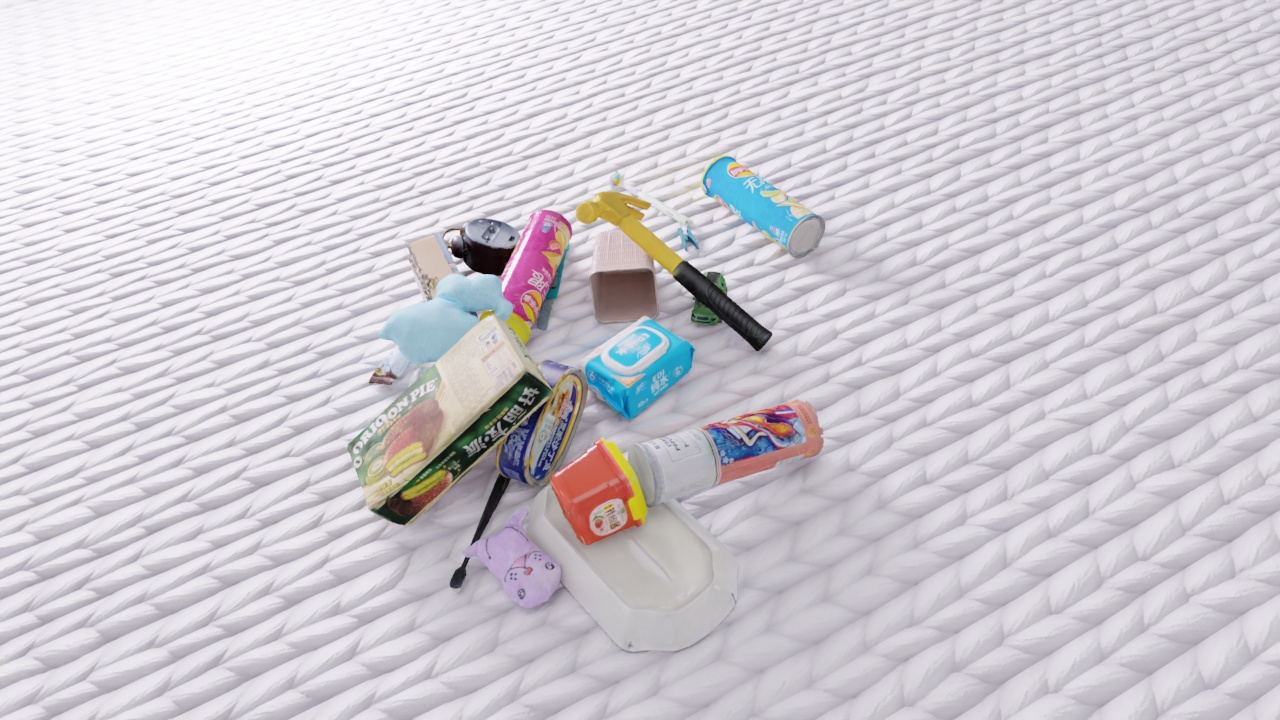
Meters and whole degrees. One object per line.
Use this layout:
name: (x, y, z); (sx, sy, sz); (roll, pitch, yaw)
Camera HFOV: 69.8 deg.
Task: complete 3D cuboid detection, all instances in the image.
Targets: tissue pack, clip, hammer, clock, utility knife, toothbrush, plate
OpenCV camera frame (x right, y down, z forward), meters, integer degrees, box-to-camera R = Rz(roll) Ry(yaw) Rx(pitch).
tissue pack: (-0.007, 0.007, 1.159); (0.139, 0.063, 0.090); (-36, 51, -27)
clip: (0.070, -0.183, 1.380); (0.042, 0.014, 0.056); (-13, 44, -7)
hammer: (0.052, -0.122, 1.214); (0.301, 0.033, 0.128); (42, 33, 8)
clock: (-0.233, -0.171, 1.356); (0.122, 0.055, 0.081); (19, 36, 0)
utility knife: (-0.127, -0.117, 1.337); (0.029, 0.013, 0.215); (-4, 45, 9)
toothbrush: (0.016, -0.253, 1.456); (0.189, 0.029, 0.020); (37, 18, 34)
toothbrush: (-0.177, 0.185, 1.035); (0.016, 0.018, 0.180); (10, 44, 9)
plate: (-0.014, 0.195, 0.988); (0.161, 0.034, 0.266); (-31, 49, -23)

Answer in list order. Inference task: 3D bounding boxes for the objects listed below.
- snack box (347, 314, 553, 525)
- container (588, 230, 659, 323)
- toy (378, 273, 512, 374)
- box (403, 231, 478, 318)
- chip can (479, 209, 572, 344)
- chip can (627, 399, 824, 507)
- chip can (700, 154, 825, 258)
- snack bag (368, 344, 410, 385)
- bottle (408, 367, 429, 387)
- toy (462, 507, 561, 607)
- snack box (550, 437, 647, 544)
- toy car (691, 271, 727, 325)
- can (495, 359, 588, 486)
snack box: (-0.221, 0.068, 1.050); (0.240, 0.063, 0.114); (-43, 47, 6)
container: (-0.022, -0.122, 1.278); (0.090, 0.090, 0.110); (-4, 41, 3)
toy: (-0.246, -0.050, 1.163); (0.161, 0.050, 0.156); (4, 54, -3)
box: (-0.279, -0.102, 1.287); (0.061, 0.090, 0.184); (-20, 50, -12)
chip can: (-0.158, -0.119, 1.289); (0.071, 0.071, 0.210); (7, 51, 14)
chip can: (0.097, 0.100, 1.019); (0.214, 0.071, 0.071); (-13, 43, -22)
chip can: (0.180, -0.233, 1.376); (0.071, 0.071, 0.210); (-28, 48, -20)
snack bag: (-0.325, -0.006, 1.240); (0.048, 0.026, 0.103); (5, 44, 29)
bottle: (-0.186, 0.042, 1.146); (0.197, 0.068, 0.068); (0, 44, 3)
toy: (-0.127, 0.215, 0.976); (0.083, 0.039, 0.108); (-38, 55, -17)
snack box: (-0.045, 0.140, 0.960); (0.080, 0.091, 0.082); (-28, 48, -11)
toy car: (0.095, -0.085, 1.262); (0.043, 0.036, 0.091); (5, 49, 10)
can: (-0.114, 0.072, 1.070); (0.049, 0.074, 0.148); (14, 76, 34)
